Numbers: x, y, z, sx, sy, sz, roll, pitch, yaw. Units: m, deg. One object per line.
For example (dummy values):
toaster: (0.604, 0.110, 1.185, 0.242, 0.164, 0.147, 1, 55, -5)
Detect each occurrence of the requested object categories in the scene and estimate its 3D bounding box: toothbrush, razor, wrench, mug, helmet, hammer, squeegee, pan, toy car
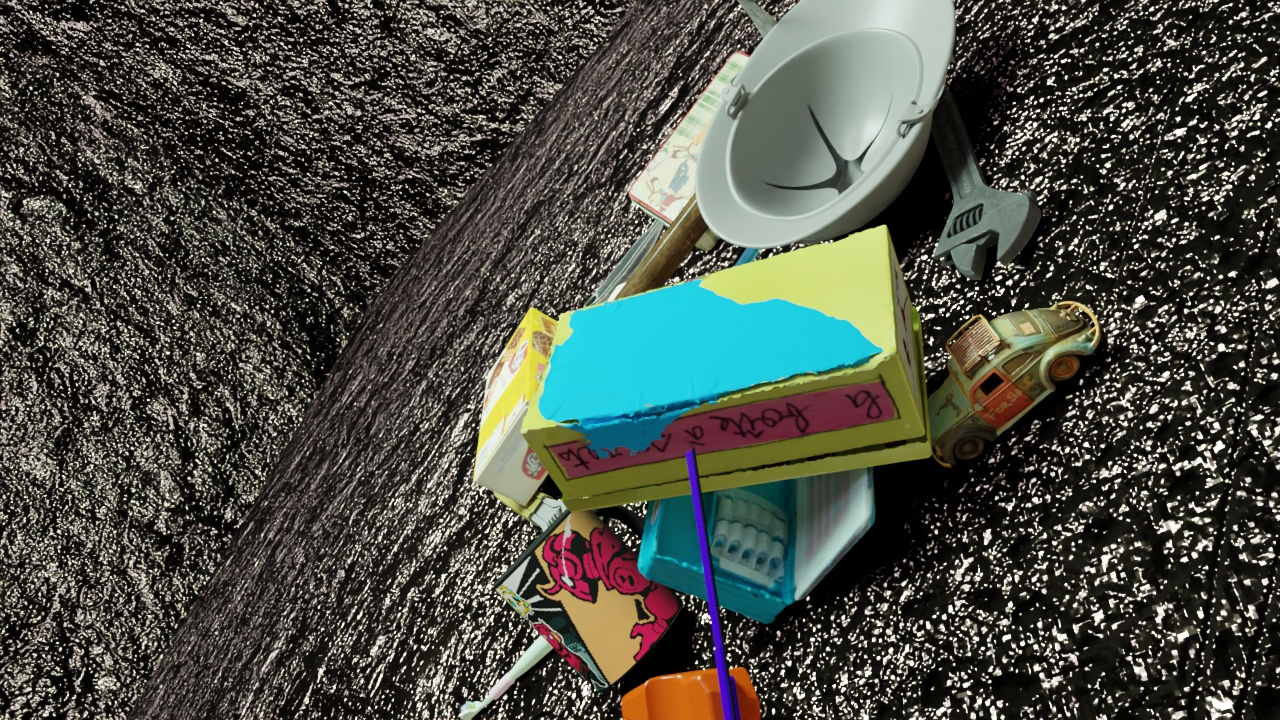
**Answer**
toothbrush: (-0.096, 0.247, 0.749, 0.155, 0.015, 0.022, -46, -10, 19)
razor: (0.109, -0.103, 0.867, 0.144, 0.022, 0.042, -52, 20, 4)
wrench: (0.235, -0.141, 0.668, 0.073, 0.018, 0.272, -41, 23, 32)
mug: (-0.027, 0.147, 0.628, 0.082, 0.098, 0.117, -47, -3, 42)
helmet: (0.163, -0.178, 0.746, 0.183, 0.117, 0.270, 20, 74, 38)
hammer: (0.052, -0.171, 0.854, 0.301, 0.217, 0.037, -52, 54, 10)
wrench: (-0.102, 0.143, 0.919, 0.083, 0.018, 0.274, -57, 21, -10)
squeegee: (0.027, 0.191, 0.502, 0.185, 0.055, 0.249, 135, 131, -62)
pan: (0.043, -0.191, 1.120, 0.357, 0.055, 0.187, -42, 24, 15)
toy car: (0.187, 0.005, 0.492, 0.112, 0.047, 0.047, -48, 19, 22)

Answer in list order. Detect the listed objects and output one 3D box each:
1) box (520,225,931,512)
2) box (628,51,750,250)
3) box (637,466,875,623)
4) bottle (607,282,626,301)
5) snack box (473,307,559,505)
box: (0.049, 0.009, 0.541, 0.221, 0.081, 0.124, -16, 36, 22)
box: (0.087, -0.228, 0.995, 0.117, 0.049, 0.205, 40, 92, 32)
box: (0.079, 0.032, 0.582, 0.226, 0.098, 0.122, -77, 14, -47)
bottle: (-0.031, -0.016, 0.979, 0.051, 0.051, 0.145, -21, 38, 54)
snack box: (-0.120, 0.041, 0.986, 0.110, 0.061, 0.230, -55, 19, 19)
